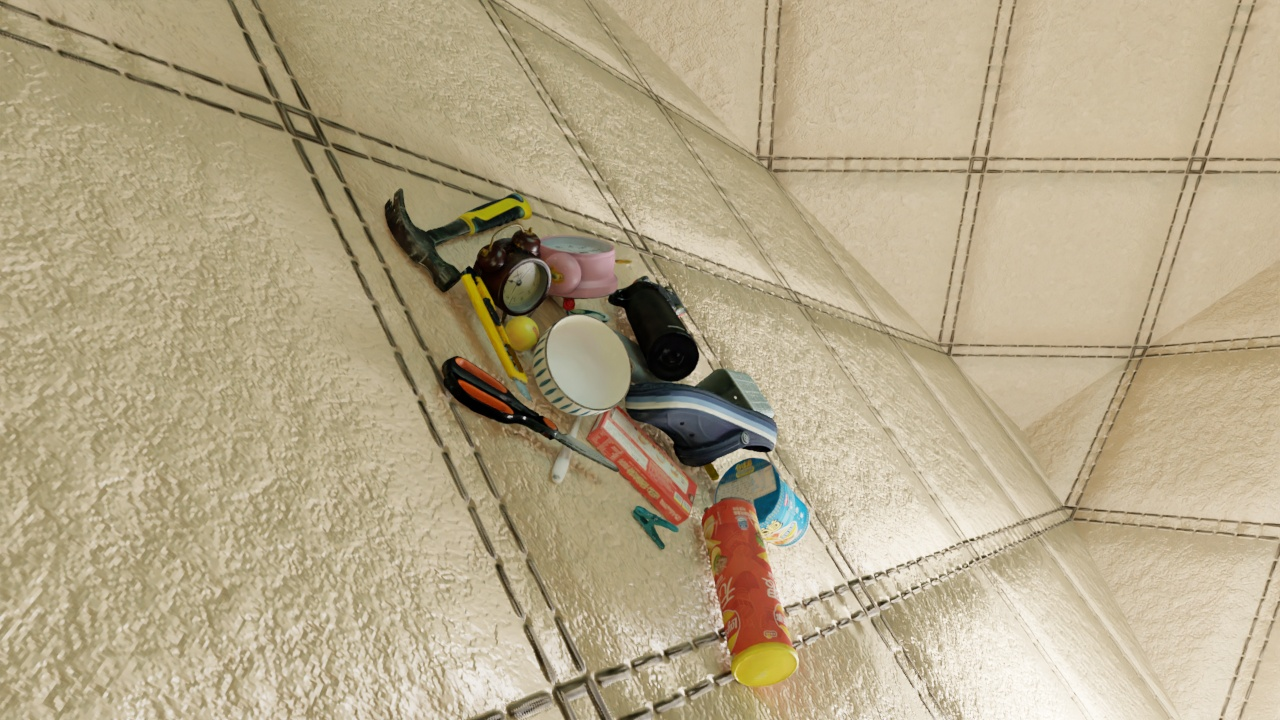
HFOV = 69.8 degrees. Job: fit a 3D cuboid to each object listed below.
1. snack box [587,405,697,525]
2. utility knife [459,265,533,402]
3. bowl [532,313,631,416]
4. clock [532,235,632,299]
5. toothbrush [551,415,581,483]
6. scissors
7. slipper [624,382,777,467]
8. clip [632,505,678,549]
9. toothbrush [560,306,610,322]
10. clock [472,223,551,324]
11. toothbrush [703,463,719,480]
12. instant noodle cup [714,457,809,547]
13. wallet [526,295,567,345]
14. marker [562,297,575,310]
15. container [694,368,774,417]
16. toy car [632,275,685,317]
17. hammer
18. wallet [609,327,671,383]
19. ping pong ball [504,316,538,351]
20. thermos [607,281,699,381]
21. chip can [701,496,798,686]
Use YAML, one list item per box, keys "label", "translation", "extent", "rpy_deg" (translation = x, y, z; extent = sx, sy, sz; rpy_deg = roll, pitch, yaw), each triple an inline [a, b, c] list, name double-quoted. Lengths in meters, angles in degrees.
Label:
- label: "snack box"
  translation: [0.004, 0.122, 1.094]
  extent: [0.153, 0.025, 0.075]
  rpy_deg: [46, 22, -9]
- label: "utility knife"
  translation: [-0.155, -0.031, 1.001]
  extent: [0.176, 0.015, 0.033]
  rpy_deg: [62, 21, 15]
- label: "bowl"
  translation: [-0.075, 0.012, 1.048]
  extent: [0.116, 0.066, 0.116]
  rpy_deg: [17, 61, -32]
- label: "clock"
  translation: [-0.099, -0.121, 1.181]
  extent: [0.117, 0.060, 0.158]
  rpy_deg: [23, 28, 37]
- label: "toothbrush"
  translation: [-0.074, 0.084, 1.022]
  extent: [0.016, 0.016, 0.179]
  rpy_deg: [38, 25, -10]
- label: "scissors"
  translation: [-0.108, 0.073, 0.946]
  extent: [0.235, 0.022, 0.139]
  rpy_deg: [38, 11, -7]
- label: "slipper"
  translation: [0.073, 0.090, 1.160]
  extent: [0.252, 0.105, 0.095]
  rpy_deg: [19, 73, -41]
- label: "clip"
  translation: [0.014, 0.183, 1.024]
  extent: [0.055, 0.034, 0.013]
  rpy_deg: [42, 20, 7]
- label: "toothbrush"
  translation: [-0.094, -0.068, 1.221]
  extent: [0.191, 0.018, 0.016]
  rpy_deg: [7, 48, -56]
- label: "clock"
  translation: [-0.149, -0.105, 1.058]
  extent: [0.081, 0.122, 0.055]
  rpy_deg: [-30, 49, -28]
- label: "toothbrush"
  translation: [0.061, 0.083, 1.269]
  extent: [0.015, 0.017, 0.190]
  rpy_deg: [12, 43, -54]
- label: "instant noodle cup"
  translation: [0.166, 0.194, 1.201]
  extent: [0.110, 0.099, 0.099]
  rpy_deg: [39, 24, -42]
- label: "wallet"
  translation: [-0.094, -0.021, 1.131]
  extent: [0.115, 0.020, 0.101]
  rpy_deg: [50, 24, -12]
- label: "marker"
  translation: [-0.098, -0.102, 1.245]
  extent: [0.017, 0.017, 0.145]
  rpy_deg: [40, 16, -20]
- label: "container"
  translation: [0.129, 0.069, 1.325]
  extent: [0.090, 0.090, 0.111]
  rpy_deg: [57, 21, 17]
- label: "toy car"
  translation: [0.025, -0.093, 1.441]
  extent: [0.120, 0.045, 0.053]
  rpy_deg: [22, 32, -56]
- label: "hammer"
  translation: [-0.215, -0.175, 1.154]
  extent: [0.126, 0.032, 0.322]
  rpy_deg: [49, 23, -4]
- label: "wallet"
  translation: [-0.007, 0.007, 1.231]
  extent: [0.129, 0.037, 0.106]
  rpy_deg: [32, 15, -52]
- label: "ping pong ball"
  translation: [-0.137, -0.031, 1.057]
  extent: [0.040, 0.040, 0.040]
  rpy_deg: [39, 25, -23]
- label: "thermos"
  translation: [0.010, -0.048, 1.269]
  extent: [0.090, 0.068, 0.242]
  rpy_deg: [9, 19, -15]
- label: "chip can"
  translation: [0.119, 0.256, 1.037]
  extent: [0.073, 0.073, 0.216]
  rpy_deg: [36, 26, -29]
